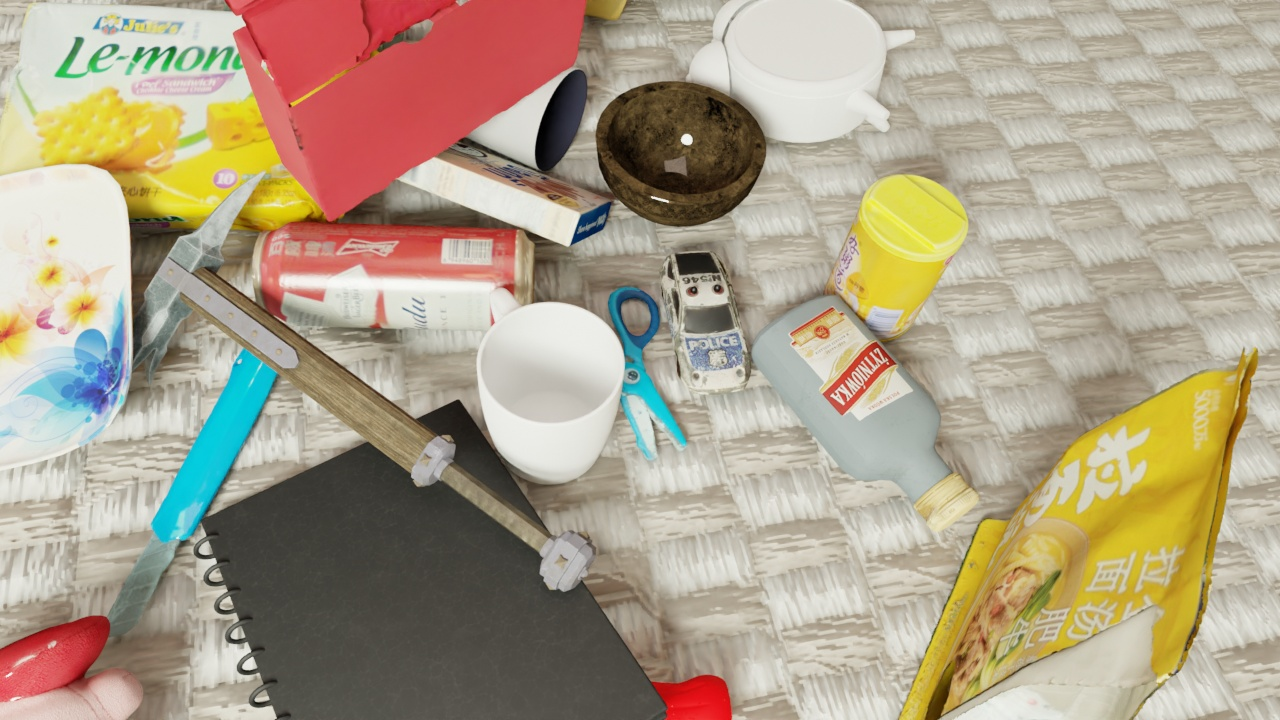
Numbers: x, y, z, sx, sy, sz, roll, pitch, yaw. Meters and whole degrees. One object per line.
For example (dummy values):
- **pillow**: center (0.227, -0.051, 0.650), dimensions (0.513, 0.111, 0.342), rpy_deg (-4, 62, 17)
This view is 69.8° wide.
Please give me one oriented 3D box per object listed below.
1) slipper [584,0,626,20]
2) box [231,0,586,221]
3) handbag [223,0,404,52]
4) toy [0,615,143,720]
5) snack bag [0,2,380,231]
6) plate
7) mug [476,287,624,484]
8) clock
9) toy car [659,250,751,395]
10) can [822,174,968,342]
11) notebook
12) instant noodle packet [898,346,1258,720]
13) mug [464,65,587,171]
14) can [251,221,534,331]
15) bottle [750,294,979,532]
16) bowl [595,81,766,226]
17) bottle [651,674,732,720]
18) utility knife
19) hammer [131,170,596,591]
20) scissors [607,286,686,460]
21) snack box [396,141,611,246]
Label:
- **slipper**: center (-0.016, -0.342, 0.779), dimensions (0.264, 0.078, 0.099), rpy_deg (-2, 53, 17)
- **box**: center (-0.129, -0.230, 0.477), dimensions (0.210, 0.316, 0.124), rpy_deg (-39, 58, -19)
- **handbag**: center (-0.250, -0.259, 0.710), dimensions (0.122, 0.067, 0.106), rpy_deg (1, 62, -4)
- **toy**: center (-0.281, 0.198, 0.407), dimensions (0.124, 0.097, 0.131), rpy_deg (-25, 86, -16)
- **snack bag**: center (-0.307, -0.159, 0.629), dimensions (0.247, 0.068, 0.159), rpy_deg (3, 68, -3)
- **plate**: center (-0.385, -0.021, 0.540), dimensions (0.187, 0.016, 0.186), rpy_deg (-12, 72, 2)
- **mug**: center (-0.061, 0.011, 0.545), dimensions (0.080, 0.088, 0.114), rpy_deg (-24, 63, -20)
- **clock**: center (0.126, -0.231, 0.739), dimensions (0.161, 0.073, 0.125), rpy_deg (16, 57, 13)
- **toy car**: center (0.043, -0.029, 0.610), dimensions (0.048, 0.041, 0.112), rpy_deg (-6, 59, -9)
- **can**: center (0.165, -0.065, 0.607), dimensions (0.067, 0.105, 0.067), rpy_deg (3, 57, -5)
- **notebook**: center (-0.120, 0.134, 0.479), dimensions (0.169, 0.019, 0.231), rpy_deg (-26, 53, -21)
- **instant noodle packet**: center (0.211, 0.108, 0.433), dimensions (0.084, 0.222, 0.162), rpy_deg (29, 58, 16)
- **mug**: center (-0.094, -0.202, 0.692), dimensions (0.097, 0.079, 0.111), rpy_deg (26, 30, 10)
- **can**: center (-0.154, -0.053, 0.589), dimensions (0.170, 0.067, 0.067), rpy_deg (2, 57, -5)
- **bottle**: center (0.144, 0.034, 0.577), dimensions (0.072, 0.046, 0.161), rpy_deg (-27, 64, -21)
- **bowl**: center (0.026, -0.141, 0.670), dimensions (0.121, 0.056, 0.121), rpy_deg (3, 57, -4)
- **bottle**: center (-0.014, 0.183, 0.471), dimensions (0.119, 0.036, 0.036), rpy_deg (-1, 58, -6)
- **utility knife**: center (-0.256, 0.063, 0.535), dimensions (0.031, 0.015, 0.208), rpy_deg (11, 54, 5)
- **hammer**: center (-0.153, 0.023, 0.512), dimensions (0.317, 0.028, 0.147), rpy_deg (33, 91, 15)
- **scissors**: center (0.001, 0.005, 0.602), dimensions (0.090, 0.014, 0.141), rpy_deg (-27, 61, -23)
- **snack box**: center (-0.101, -0.122, 0.638), dimensions (0.150, 0.026, 0.081), rpy_deg (23, 19, 8)
